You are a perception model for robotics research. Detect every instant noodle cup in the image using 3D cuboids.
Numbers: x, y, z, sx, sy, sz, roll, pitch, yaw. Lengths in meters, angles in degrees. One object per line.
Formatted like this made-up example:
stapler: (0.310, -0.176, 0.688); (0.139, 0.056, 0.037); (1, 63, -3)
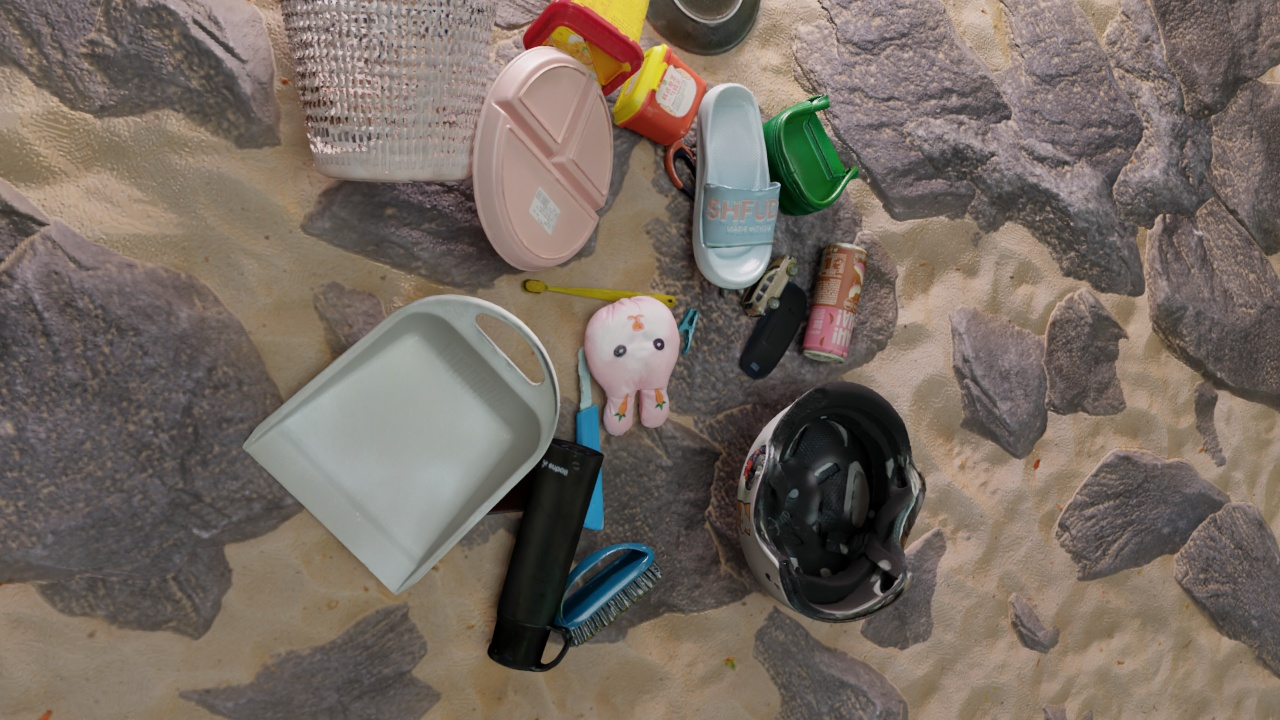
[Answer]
instant noodle cup: (-0.050, -0.371, 1.002); (0.116, 0.116, 0.123); (28, 68, -24)

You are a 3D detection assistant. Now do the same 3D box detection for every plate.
plate: (-0.091, -0.205, 0.952); (0.228, 0.028, 0.230); (-36, 133, -52)
plate: (0.074, -0.459, 1.100); (0.179, 0.024, 0.179); (0, 91, -25)

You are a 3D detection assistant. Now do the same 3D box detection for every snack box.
snack box: (0.024, -0.299, 1.047); (0.080, 0.082, 0.091); (27, 78, -22)

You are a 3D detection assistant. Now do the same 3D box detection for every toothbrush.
toothbrush: (-0.044, -0.077, 1.055); (0.190, 0.017, 0.015); (5, 90, -25)

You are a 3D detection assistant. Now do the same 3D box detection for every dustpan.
dustpan: (-0.213, 0.065, 0.899); (0.222, 0.143, 0.257); (47, 69, -8)

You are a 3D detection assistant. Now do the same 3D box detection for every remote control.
remote control: (0.172, -0.038, 1.153); (0.053, 0.024, 0.136); (35, 77, -21)

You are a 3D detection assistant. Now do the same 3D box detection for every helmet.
helmet: (0.209, 0.171, 1.104); (0.229, 0.157, 0.273); (7, 77, -23)

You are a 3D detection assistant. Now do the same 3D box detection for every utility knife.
utility knife: (-0.060, 0.088, 1.051); (0.034, 0.018, 0.216); (-2, 92, -37)

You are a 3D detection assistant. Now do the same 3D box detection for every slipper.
slipper: (0.119, -0.206, 1.081); (0.104, 0.074, 0.245); (-3, 91, -28)

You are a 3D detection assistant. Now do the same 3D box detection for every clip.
clip: (0.055, -0.037, 1.105); (0.038, 0.013, 0.055); (29, 81, -23)

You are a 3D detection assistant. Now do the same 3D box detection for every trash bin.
trash bin: (-0.236, -0.270, 0.870); (0.227, 0.227, 0.192); (-4, 105, -25)

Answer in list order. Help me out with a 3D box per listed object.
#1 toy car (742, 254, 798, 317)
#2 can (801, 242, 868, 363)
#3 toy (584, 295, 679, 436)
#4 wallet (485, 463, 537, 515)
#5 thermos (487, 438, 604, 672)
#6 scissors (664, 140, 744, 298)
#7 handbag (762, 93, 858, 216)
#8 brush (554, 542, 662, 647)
toy car: (0.161, -0.095, 1.138); (0.035, 0.042, 0.090); (39, 75, -19)
can: (0.248, -0.073, 1.170); (0.058, 0.058, 0.147); (15, 85, -25)
toy: (-0.006, 0.006, 1.058); (0.121, 0.054, 0.159); (-12, 104, -27)
wallet: (-0.155, 0.121, 1.008); (0.122, 0.020, 0.096); (-2, 92, -27)
thermos: (-0.094, 0.212, 0.991); (0.090, 0.068, 0.242); (16, 92, 15)
scissors: (0.082, -0.185, 1.115); (0.204, 0.015, 0.202); (29, 79, -24)
handbag: (0.209, -0.254, 1.142); (0.120, 0.068, 0.131); (-37, 106, -21)
brush: (-0.044, 0.256, 1.041); (0.143, 0.055, 0.073); (-37, 106, -20)
